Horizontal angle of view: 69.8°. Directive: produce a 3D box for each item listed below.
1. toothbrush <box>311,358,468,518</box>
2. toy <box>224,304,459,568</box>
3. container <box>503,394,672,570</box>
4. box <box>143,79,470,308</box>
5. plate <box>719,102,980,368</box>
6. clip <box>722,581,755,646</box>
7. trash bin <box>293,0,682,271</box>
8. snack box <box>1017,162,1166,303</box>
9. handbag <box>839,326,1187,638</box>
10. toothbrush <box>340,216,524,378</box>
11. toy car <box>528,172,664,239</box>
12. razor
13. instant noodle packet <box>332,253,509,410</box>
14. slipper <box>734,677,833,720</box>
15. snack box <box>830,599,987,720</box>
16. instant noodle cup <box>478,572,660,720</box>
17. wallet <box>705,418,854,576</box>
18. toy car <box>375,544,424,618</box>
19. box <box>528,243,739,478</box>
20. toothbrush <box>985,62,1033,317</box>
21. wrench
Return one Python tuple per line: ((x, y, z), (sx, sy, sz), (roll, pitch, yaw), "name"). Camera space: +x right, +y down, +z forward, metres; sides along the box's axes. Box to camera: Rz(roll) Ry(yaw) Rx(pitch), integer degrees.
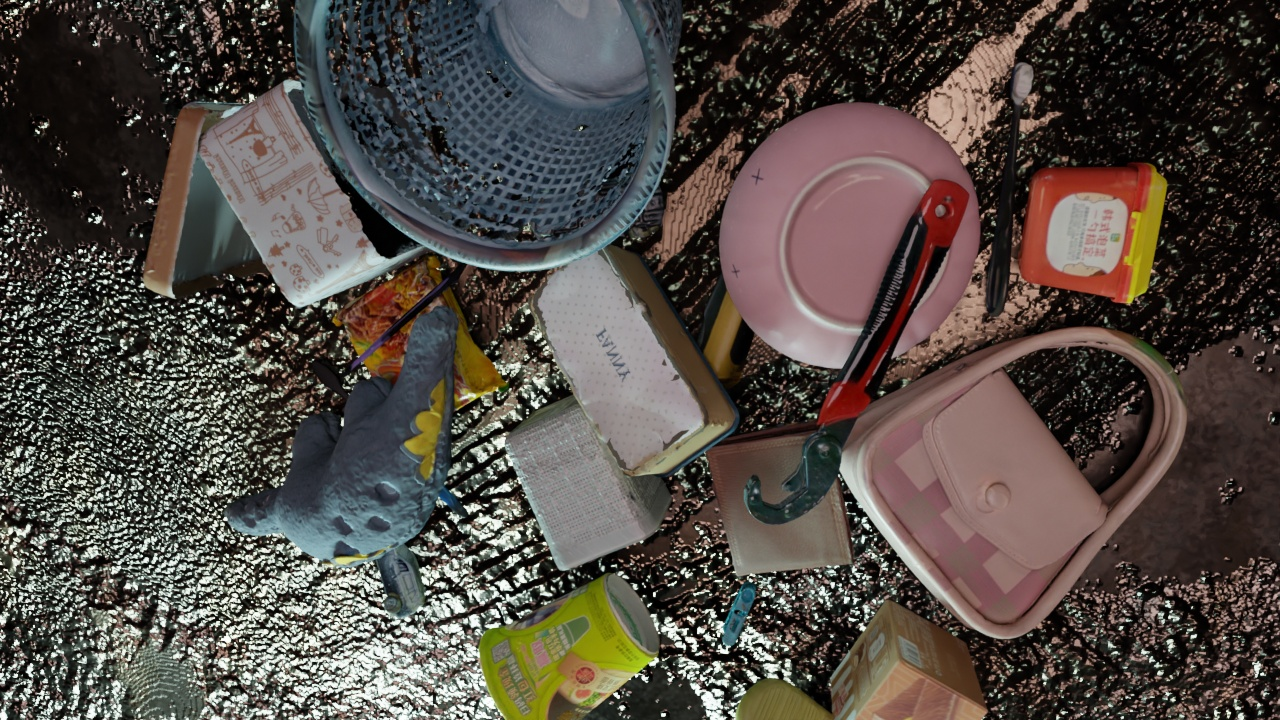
((-0.216, 0.069, 0.800), (0.014, 0.016, 0.189), (-42, 98, 8), "toothbrush")
((-0.233, 0.093, 0.744), (0.357, 0.091, 0.138), (-34, 82, 34), "toy")
((-0.043, 0.088, 0.734), (0.090, 0.090, 0.114), (-24, 97, 15), "container")
((-0.258, -0.111, 0.666), (0.178, 0.182, 0.153), (-27, 99, 16), "box")
((0.154, -0.083, 0.650), (0.192, 0.039, 0.192), (-1, 105, -5), "plate")
((0.084, 0.214, 0.781), (0.014, 0.040, 0.056), (23, 101, 2), "clip")
((-0.065, -0.200, 0.583), (0.227, 0.194, 0.227), (9, 126, 13), "trash bin")
((0.304, -0.090, 0.626), (0.080, 0.081, 0.091), (8, 106, 18), "snack box")
((0.284, 0.072, 0.679), (0.234, 0.093, 0.193), (-38, 97, 11), "handbag")
((-0.160, -0.050, 0.716), (0.189, 0.014, 0.017), (-44, 122, -8), "toothbrush")
((-0.034, -0.116, 0.703), (0.106, 0.031, 0.049), (-5, 101, 9), "toy car")
((0.069, -0.018, 0.703), (0.068, 0.062, 0.167), (27, 106, 35), "razor")
((-0.182, -0.007, 0.755), (0.111, 0.044, 0.128), (-25, 100, 20), "instant noodle packet")
((0.139, 0.344, 0.784), (0.190, 0.091, 0.082), (47, 148, -14), "slipper")
((0.210, 0.266, 0.734), (0.077, 0.092, 0.094), (29, 108, 1), "snack box")
((-0.054, 0.244, 0.774), (0.123, 0.111, 0.111), (-36, 97, 10), "instant noodle cup")
((0.113, 0.114, 0.743), (0.101, 0.032, 0.124), (-11, 103, 16), "wallet")
((-0.217, 0.184, 0.815), (0.034, 0.043, 0.090), (-14, 103, -1), "toy car")
((-0.004, 0.004, 0.680), (0.090, 0.061, 0.184), (-36, 73, 22), "box")
((0.264, -0.119, 0.657), (0.016, 0.018, 0.181), (2, 107, 6), "toothbrush")
((0.154, 0.002, 0.645), (0.056, 0.016, 0.274), (24, 104, -13), "wrench")
